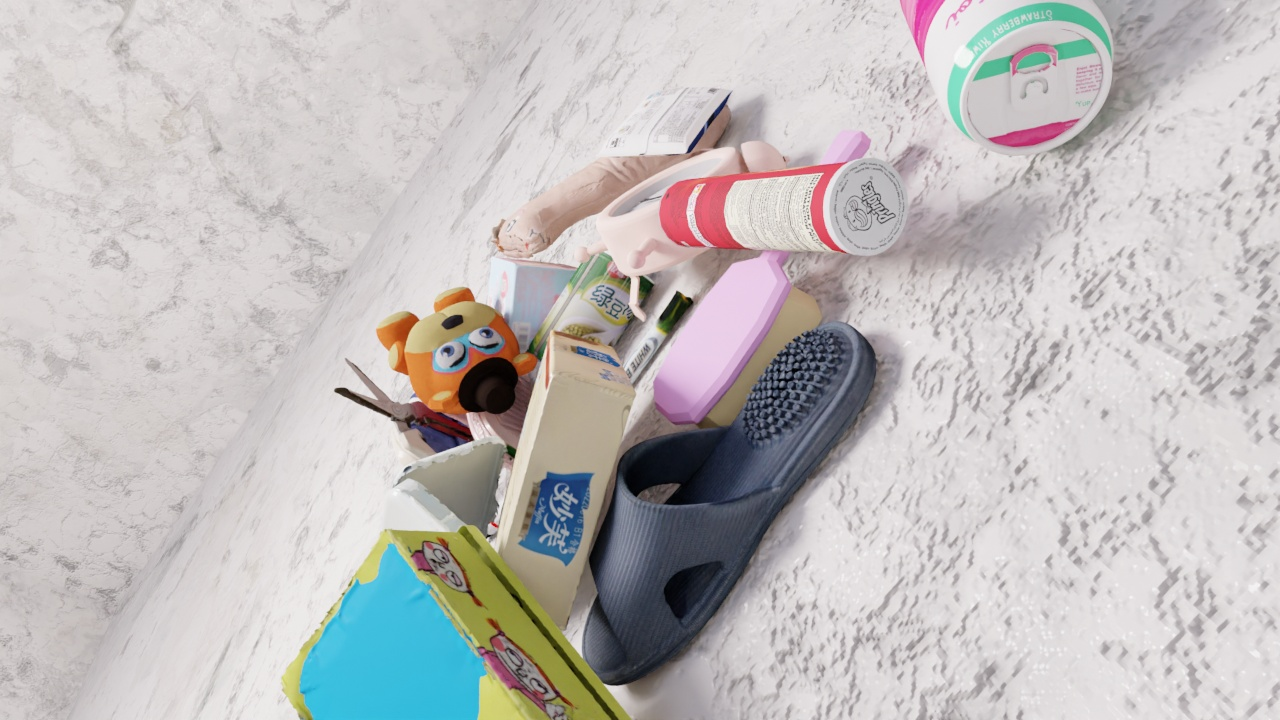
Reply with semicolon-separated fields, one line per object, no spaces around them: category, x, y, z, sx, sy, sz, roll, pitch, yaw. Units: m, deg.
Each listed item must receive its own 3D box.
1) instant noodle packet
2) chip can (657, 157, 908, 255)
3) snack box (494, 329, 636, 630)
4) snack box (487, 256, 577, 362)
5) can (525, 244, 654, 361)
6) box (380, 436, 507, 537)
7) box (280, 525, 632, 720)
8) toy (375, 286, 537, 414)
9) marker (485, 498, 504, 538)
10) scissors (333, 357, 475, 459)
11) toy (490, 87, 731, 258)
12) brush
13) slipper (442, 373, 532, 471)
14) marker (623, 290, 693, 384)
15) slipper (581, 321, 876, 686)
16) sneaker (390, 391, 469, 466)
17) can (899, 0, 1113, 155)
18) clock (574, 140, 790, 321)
instant noodle packet;0.024;-0.218;0.837;0.087;0.026;0.133;4;40;26
chip can;0.078;-0.095;0.583;0.051;0.051;0.215;-60;24;-6
snack box;-0.057;0.069;0.633;0.207;0.055;0.153;-122;47;-80
snack box;-0.103;-0.050;0.903;0.095;0.079;0.093;-156;71;-65
can;-0.045;-0.040;0.834;0.121;0.067;0.067;-58;24;0
box;-0.148;0.168;0.717;0.105;0.129;0.212;49;144;25
box;-0.081;0.200;0.473;0.221;0.082;0.124;41;101;32
toy;-0.161;-0.004;0.817;0.112;0.096;0.176;-28;50;-23
marker;-0.101;0.118;0.806;0.146;0.019;0.019;-41;29;32
scissors;-0.202;0.075;0.879;0.015;0.196;0.179;-36;71;22
toy;-0.034;-0.189;0.926;0.264;0.065;0.196;-31;24;2
brush;0.092;-0.049;0.620;0.229;0.043;0.089;-56;25;2
slipper;-0.155;0.043;0.910;0.064;0.094;0.239;-47;32;11
marker;-0.005;0.004;0.767;0.146;0.017;0.017;-54;25;7
slipper;0.029;0.073;0.548;0.264;0.082;0.101;-52;23;9
sneaker;-0.195;0.031;1.011;0.118;0.091;0.232;-48;18;13
can;0.205;-0.193;0.528;0.088;0.088;0.165;-40;30;33
clock;0.038;-0.115;0.756;0.160;0.086;0.131;-41;21;-13
